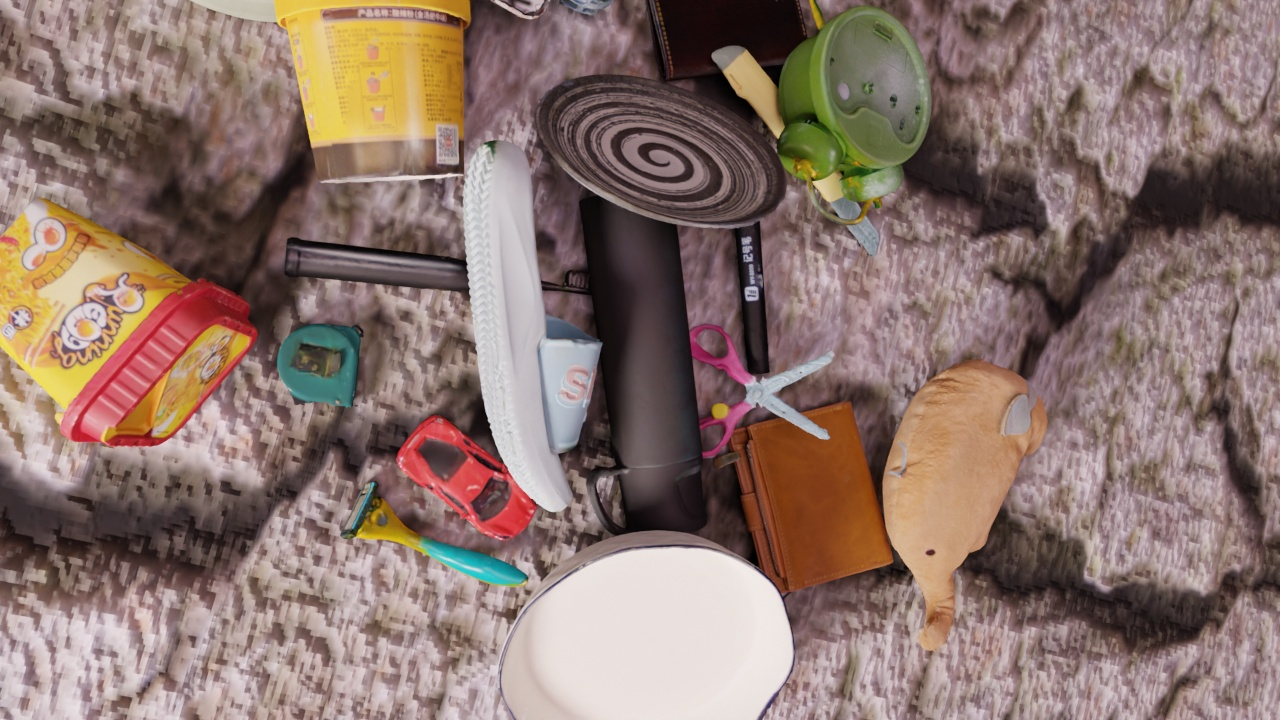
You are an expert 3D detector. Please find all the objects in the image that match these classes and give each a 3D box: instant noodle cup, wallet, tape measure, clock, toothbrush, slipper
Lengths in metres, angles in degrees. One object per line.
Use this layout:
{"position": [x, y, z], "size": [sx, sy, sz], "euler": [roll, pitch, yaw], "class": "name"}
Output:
{"position": [-0.320, -0.024, 0.552], "size": [0.123, 0.116, 0.116], "euler": [39, 82, -1], "class": "instant noodle cup"}
{"position": [0.064, -0.265, 0.692], "size": [0.122, 0.020, 0.096], "euler": [-13, 95, -17], "class": "wallet"}
{"position": [-0.216, 0.002, 0.620], "size": [0.054, 0.025, 0.058], "euler": [6, 89, -17], "class": "tape measure"}
{"position": [0.156, -0.181, 0.683], "size": [0.116, 0.056, 0.161], "euler": [14, 80, -32], "class": "clock"}
{"position": [-0.134, -0.062, 0.640], "size": [0.212, 0.026, 0.027], "euler": [4, 89, -18], "class": "toothbrush"}
{"position": [0.125, 0.106, 0.705], "size": [0.119, 0.035, 0.130], "euler": [-12, 84, -11], "class": "wallet"}
{"position": [-0.164, -0.173, 0.585], "size": [0.118, 0.118, 0.114], "euler": [-7, 101, -15], "class": "instant noodle cup"}
{"position": [-0.069, -0.022, 0.610], "size": [0.074, 0.104, 0.245], "euler": [-10, 105, -20], "class": "slipper"}

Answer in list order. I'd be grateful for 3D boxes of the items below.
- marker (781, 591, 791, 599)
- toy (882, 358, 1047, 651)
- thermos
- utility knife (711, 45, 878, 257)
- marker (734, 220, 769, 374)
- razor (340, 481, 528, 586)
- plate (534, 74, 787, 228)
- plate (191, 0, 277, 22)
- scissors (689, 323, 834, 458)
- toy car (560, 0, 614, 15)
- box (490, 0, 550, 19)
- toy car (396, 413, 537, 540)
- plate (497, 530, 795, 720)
{"position": [0.114, 0.175, 0.721], "size": [0.123, 0.015, 0.018], "euler": [-40, 99, -11], "class": "marker"}
{"position": [0.241, 0.108, 0.717], "size": [0.143, 0.082, 0.226], "euler": [29, 84, -28], "class": "toy"}
{"position": [-0.004, 0.004, 0.651], "size": [0.089, 0.069, 0.242], "euler": [-9, 94, -34], "class": "thermos"}
{"position": [0.127, -0.160, 0.706], "size": [0.208, 0.021, 0.031], "euler": [46, 79, -15], "class": "utility knife"}
{"position": [0.086, -0.055, 0.703], "size": [0.020, 0.022, 0.132], "euler": [-5, 92, -8], "class": "marker"}
{"position": [-0.140, 0.131, 0.643], "size": [0.132, 0.028, 0.043], "euler": [26, 54, -12], "class": "razor"}
{"position": [0.013, -0.141, 0.630], "size": [0.179, 0.179, 0.024], "euler": [12, 133, -12], "class": "plate"}
{"position": [-0.247, -0.340, 0.599], "size": [0.230, 0.027, 0.230], "euler": [-1, 92, -15], "class": "plate"}
{"position": [0.080, 0.019, 0.683], "size": [0.133, 0.017, 0.131], "euler": [-29, 78, 14], "class": "scissors"}
{"position": [-0.026, -0.306, 0.657], "size": [0.054, 0.037, 0.120], "euler": [25, 75, -15], "class": "toy car"}
{"position": [-0.104, -0.366, 0.572], "size": [0.179, 0.133, 0.271], "euler": [20, 79, -29], "class": "box"}
{"position": [-0.119, 0.085, 0.647], "size": [0.106, 0.031, 0.049], "euler": [42, 82, -15], "class": "toy car"}
{"position": [0.004, 0.205, 0.647], "size": [0.204, 0.045, 0.205], "euler": [-4, 115, -9], "class": "plate"}
